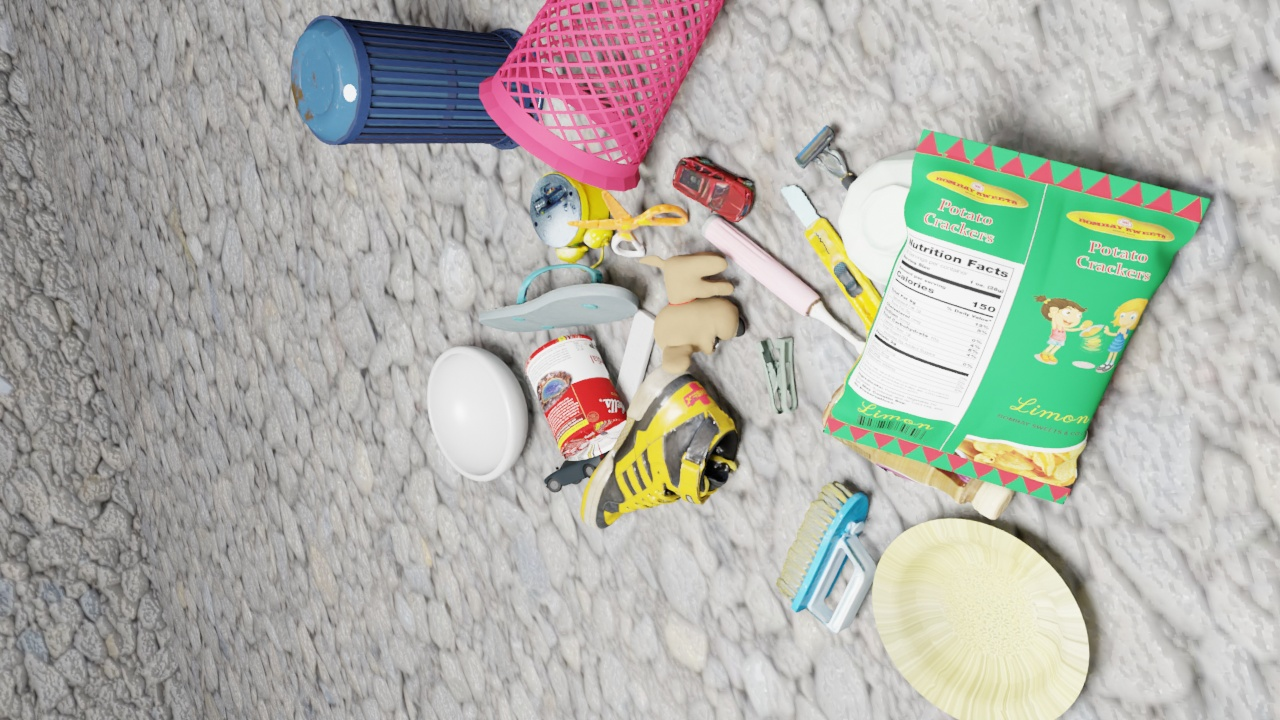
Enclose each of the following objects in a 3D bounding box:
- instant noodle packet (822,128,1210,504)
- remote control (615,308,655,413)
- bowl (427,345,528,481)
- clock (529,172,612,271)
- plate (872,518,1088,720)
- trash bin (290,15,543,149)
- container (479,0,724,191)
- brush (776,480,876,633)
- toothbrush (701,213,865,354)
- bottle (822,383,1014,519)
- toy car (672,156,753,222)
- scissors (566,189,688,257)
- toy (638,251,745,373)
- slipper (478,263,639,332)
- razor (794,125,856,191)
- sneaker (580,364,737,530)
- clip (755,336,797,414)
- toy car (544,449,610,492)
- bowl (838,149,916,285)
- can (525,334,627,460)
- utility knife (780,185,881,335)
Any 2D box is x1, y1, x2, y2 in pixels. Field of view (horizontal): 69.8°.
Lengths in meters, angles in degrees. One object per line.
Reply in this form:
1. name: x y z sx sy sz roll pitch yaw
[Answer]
1. instant noodle packet: 0.268 -0.025 0.690 0.196 0.090 0.253 17 115 9
2. remote control: -0.006 0.006 1.031 0.033 0.012 0.131 39 124 40
3. bowl: -0.200 0.064 1.190 0.177 0.066 0.177 12 108 41
4. clock: -0.075 -0.157 1.026 0.084 0.057 0.118 -23 84 43
5. plate: 0.292 0.220 0.789 0.185 0.036 0.184 12 108 41
6. trash bin: -0.246 -0.304 1.016 0.139 0.248 0.139 12 108 41
7. container: -0.020 -0.307 0.871 0.183 0.182 0.226 50 121 23
8. brush: 0.186 0.183 0.865 0.075 0.055 0.136 38 123 36
9. toothbrush: 0.141 -0.068 0.868 0.222 0.026 0.027 44 107 27
10. bottle: 0.238 0.077 0.789 0.166 0.059 0.060 34 122 32
11. toy car: 0.071 -0.170 0.904 0.091 0.036 0.042 33 120 27
12. scissors: -0.014 -0.138 0.952 0.128 0.125 0.011 106 161 -61
13. toy: 0.052 -0.052 0.914 0.106 0.134 0.108 -1 101 1
14. slipper: -0.090 -0.070 1.052 0.269 0.098 0.054 -9 69 52
15. razor: 0.196 -0.140 0.803 0.043 0.022 0.144 -45 74 28
16. sneaker: 0.024 0.123 0.982 0.122 0.085 0.239 43 128 25
17. clip: 0.130 0.014 0.901 0.051 0.023 0.078 13 107 43
18. toy car: -0.071 0.129 1.100 0.112 0.046 0.034 -26 83 42
19. bowl: 0.213 -0.114 0.748 0.118 0.061 0.117 5 100 30
20. can: -0.071 0.041 1.036 0.087 0.086 0.116 -48 58 39
21. utility knife: 0.183 -0.084 0.834 0.031 0.017 0.191 -40 69 32
